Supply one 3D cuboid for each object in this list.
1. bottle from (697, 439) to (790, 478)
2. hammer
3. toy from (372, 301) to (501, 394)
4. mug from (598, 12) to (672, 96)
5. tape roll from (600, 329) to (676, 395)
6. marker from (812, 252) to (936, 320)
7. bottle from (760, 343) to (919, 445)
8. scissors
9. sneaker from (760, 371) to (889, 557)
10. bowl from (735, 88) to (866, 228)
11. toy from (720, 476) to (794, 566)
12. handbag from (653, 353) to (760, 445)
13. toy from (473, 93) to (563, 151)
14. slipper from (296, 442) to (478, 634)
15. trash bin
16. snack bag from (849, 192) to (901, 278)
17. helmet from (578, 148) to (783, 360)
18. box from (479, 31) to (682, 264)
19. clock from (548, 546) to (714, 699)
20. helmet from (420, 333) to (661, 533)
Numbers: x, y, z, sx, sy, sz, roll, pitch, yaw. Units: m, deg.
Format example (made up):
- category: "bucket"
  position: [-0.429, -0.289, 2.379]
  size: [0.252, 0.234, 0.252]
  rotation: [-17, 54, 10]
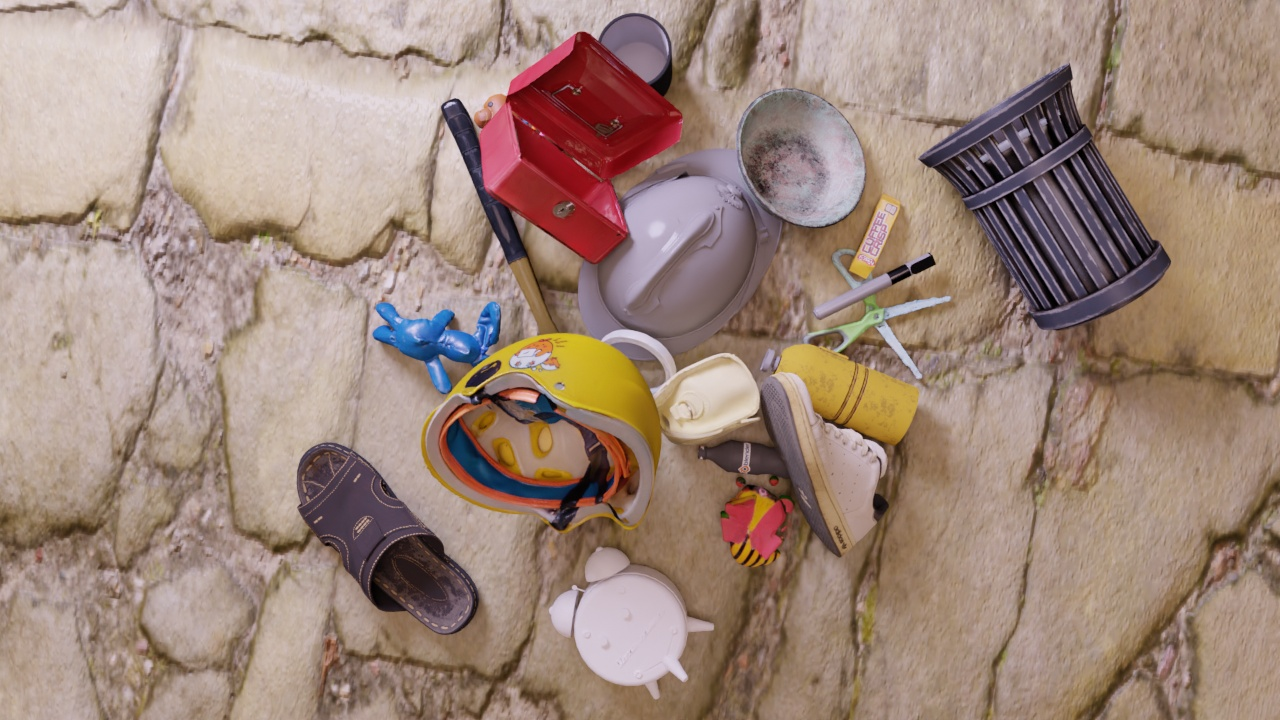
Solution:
- category: "bottle"
  position: [0.119, 0.109, 1.026]
  size: [0.110, 0.036, 0.036]
  rotation: [6, 92, 3]
- category: "hammer"
  position: [-0.143, -0.132, 1.003]
  size: [0.025, 0.118, 0.333]
  rotation: [-24, 85, 0]
- category: "toy"
  position: [-0.219, -0.027, 1.025]
  size: [0.176, 0.071, 0.113]
  rotation: [17, 104, 2]
- category: "mug"
  position: [-0.019, -0.310, 0.992]
  size: [0.113, 0.088, 0.078]
  rotation: [-38, 90, 3]
- category: "tape roll"
  position: [-0.006, 0.006, 1.011]
  size: [0.093, 0.013, 0.093]
  rotation: [15, 136, 15]
- category: "marker"
  position: [0.256, -0.081, 1.010]
  size: [0.140, 0.016, 0.016]
  rotation: [-26, 90, 4]
- category: "bottle"
  position: [0.212, 0.029, 1.003]
  size: [0.164, 0.071, 0.071]
  rotation: [22, 93, 2]
- category: "scissors"
  position: [0.262, -0.052, 1.025]
  size: [0.171, 0.022, 0.174]
  rotation: [-17, 86, 1]
- category: "sneaker"
  position: [0.206, 0.101, 0.964]
  size: [0.102, 0.089, 0.242]
  rotation: [-29, 123, -5]
- category: "bowl"
  position: [0.166, -0.212, 0.990]
  size: [0.157, 0.039, 0.157]
  rotation: [4, 77, -20]
- category: "toy"
  position: [0.128, 0.183, 1.027]
  size: [0.084, 0.046, 0.103]
  rotation: [-1, 95, -17]
- category: "handbag"
  position: [0.070, 0.048, 0.985]
  size: [0.111, 0.119, 0.081]
  rotation: [-26, 83, 3]
- category: "toy"
  position: [-0.129, -0.262, 1.028]
  size: [0.102, 0.071, 0.090]
  rotation: [-20, 77, -19]
- category: "slipper"
  position: [-0.291, 0.205, 1.030]
  size: [0.113, 0.075, 0.268]
  rotation: [-43, 90, 3]
- category: "trash bin"
  position: [0.420, -0.159, 0.945]
  size: [0.164, 0.164, 0.227]
  rotation: [-33, 94, 3]
- category: "snack bag"
  position: [0.260, -0.139, 1.012]
  size: [0.026, 0.020, 0.099]
  rotation: [26, 81, 2]
- category: "helmet"
  position: [0.044, -0.119, 0.981]
  size: [0.183, 0.117, 0.271]
  rotation: [42, 92, 1]
- category: "box"
  position: [-0.070, -0.201, 0.940]
  size: [0.157, 0.154, 0.168]
  rotation: [29, 61, -35]
- category: "clock"
  position: [-0.012, 0.294, 1.021]
  size: [0.161, 0.073, 0.125]
  rotation: [38, 93, 1]
- category: "helmet"
  position: [-0.087, 0.058, 0.914]
  size: [0.240, 0.139, 0.209]
  rotation: [-4, 131, 27]
